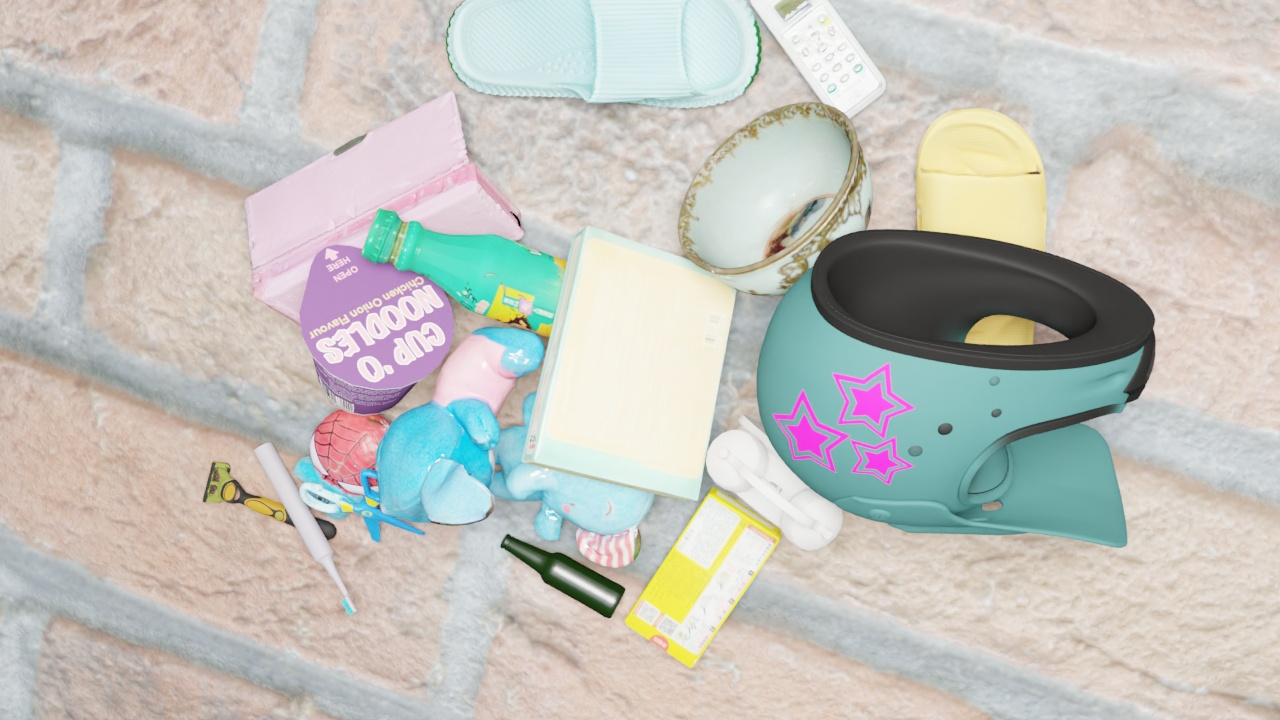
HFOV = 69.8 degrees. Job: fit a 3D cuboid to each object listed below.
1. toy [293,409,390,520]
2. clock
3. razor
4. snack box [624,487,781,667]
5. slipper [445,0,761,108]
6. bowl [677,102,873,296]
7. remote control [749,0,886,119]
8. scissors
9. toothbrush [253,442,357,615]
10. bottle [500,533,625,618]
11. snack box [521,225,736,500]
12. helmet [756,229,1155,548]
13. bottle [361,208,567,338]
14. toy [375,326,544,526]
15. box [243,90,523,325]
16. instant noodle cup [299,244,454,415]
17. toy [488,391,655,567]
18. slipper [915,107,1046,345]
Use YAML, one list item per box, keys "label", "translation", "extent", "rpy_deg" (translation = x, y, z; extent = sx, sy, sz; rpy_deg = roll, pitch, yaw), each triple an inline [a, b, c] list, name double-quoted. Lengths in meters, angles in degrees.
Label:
- label: "toy"
  translation: [-0.276, 0.100, 0.867]
  extent: [0.092, 0.062, 0.133]
  rpy_deg: [41, 114, 3]
- label: "clock"
  translation: [0.111, 0.095, 0.742]
  extent: [0.120, 0.159, 0.061]
  rpy_deg: [38, 94, 4]
- label: "razor"
  translation: [-0.367, 0.146, 0.912]
  extent: [0.144, 0.021, 0.044]
  rpy_deg: [20, 101, 5]
- label: "snack box"
  translation: [0.056, 0.197, 0.833]
  extent: [0.075, 0.025, 0.152]
  rpy_deg: [33, 102, 5]
- label: "slipper"
  translation: [-0.038, -0.269, 0.763]
  extent: [0.276, 0.069, 0.116]
  rpy_deg: [3, 96, 11]
- label: "bowl"
  translation: [0.120, -0.112, 0.729]
  extent: [0.160, 0.159, 0.094]
  rpy_deg: [-42, 129, 13]
- label: "remote control"
  translation: [0.145, -0.260, 0.750]
  extent: [0.050, 0.022, 0.133]
  rpy_deg: [-36, 90, 14]
- label: "scissors"
  translation: [-0.262, 0.139, 0.855]
  extent: [0.123, 0.016, 0.126]
  rpy_deg: [7, 138, 1]
- label: "toothbrush"
  translation: [-0.321, 0.162, 0.886]
  extent: [0.019, 0.018, 0.188]
  rpy_deg: [-32, 79, -8]
- label: "bottle"
  translation: [-0.074, 0.197, 0.855]
  extent: [0.123, 0.033, 0.033]
  rpy_deg: [27, 102, 7]
- label: "snack box"
  translation: [-0.004, 0.004, 0.743]
  extent: [0.141, 0.044, 0.193]
  rpy_deg: [16, 78, -20]
- label: "helmet"
  translation: [0.219, 0.032, 0.652]
  extent: [0.275, 0.176, 0.201]
  rpy_deg: [9, 132, 11]
- label: "bottle"
  translation: [-0.124, -0.070, 0.767]
  extent: [0.209, 0.068, 0.068]
  rpy_deg: [19, 102, -18]
- label: "toy"
  translation: [-0.145, 0.053, 0.760]
  extent: [0.099, 0.224, 0.191]
  rpy_deg: [35, 81, -16]
- label: "box"
  translation: [-0.233, -0.130, 0.827]
  extent: [0.233, 0.106, 0.115]
  rpy_deg: [-24, 59, 15]
- label: "instant noodle cup"
  translation: [-0.239, -0.016, 0.800]
  extent: [0.121, 0.122, 0.137]
  rpy_deg: [-34, 83, -31]
- label: "toy"
  translation: [-0.072, 0.092, 0.807]
  extent: [0.181, 0.114, 0.183]
  rpy_deg: [-4, 94, 24]
- label: "slipper"
  translation: [0.271, -0.066, 0.726]
  extent: [0.099, 0.078, 0.263]
  rpy_deg: [0, 100, 11]
